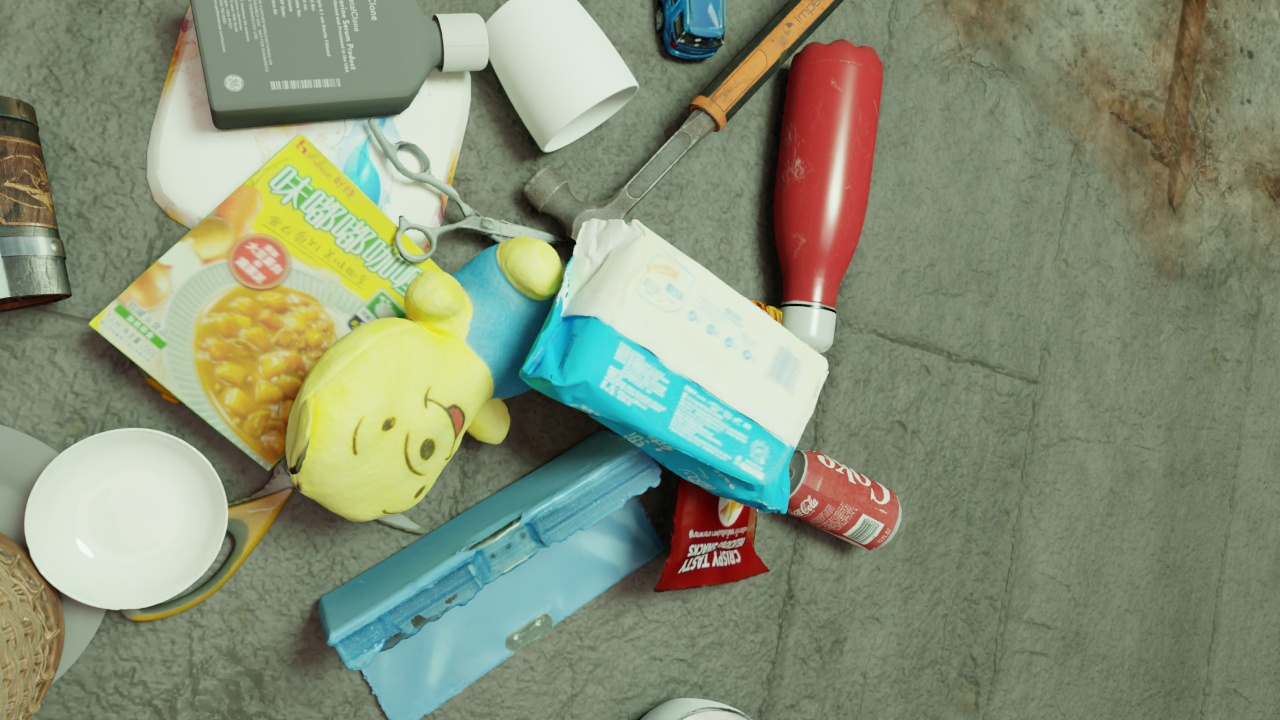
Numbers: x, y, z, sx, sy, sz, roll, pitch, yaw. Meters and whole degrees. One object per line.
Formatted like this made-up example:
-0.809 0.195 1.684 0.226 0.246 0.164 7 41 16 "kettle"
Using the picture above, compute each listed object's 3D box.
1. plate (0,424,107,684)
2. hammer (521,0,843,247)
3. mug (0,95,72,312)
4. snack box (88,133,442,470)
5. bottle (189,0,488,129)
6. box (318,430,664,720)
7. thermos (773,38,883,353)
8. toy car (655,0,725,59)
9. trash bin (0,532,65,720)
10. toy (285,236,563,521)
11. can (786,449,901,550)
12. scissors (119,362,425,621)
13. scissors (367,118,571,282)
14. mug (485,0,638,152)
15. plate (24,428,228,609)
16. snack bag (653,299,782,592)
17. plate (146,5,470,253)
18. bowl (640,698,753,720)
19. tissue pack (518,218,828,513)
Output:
-0.400 0.121 0.522 0.178 0.012 0.178 1 88 -22 "plate"
0.072 -0.184 0.668 0.138 0.035 0.314 43 84 -1 "hammer"
-0.371 -0.081 0.488 0.080 0.115 0.107 -10 94 12 "mug"
-0.223 -0.036 0.571 0.132 0.027 0.167 46 73 -17 "snack box"
-0.184 -0.198 0.581 0.173 0.046 0.084 -10 92 -22 "bottle"
-0.081 0.151 0.610 0.231 0.094 0.112 -30 102 -21 "box"
0.140 -0.123 0.714 0.073 0.073 0.239 10 85 -22 "thermos"
0.041 -0.292 0.696 0.056 0.044 0.120 -4 89 -22 "toy car"
-0.366 0.155 0.414 0.151 0.210 0.151 0 89 -22 "trash bin"
-0.129 0.013 0.571 0.213 0.084 0.149 -42 146 -29 "toy"
0.154 0.109 0.724 0.096 0.054 0.054 27 78 -19 "can"
-0.246 0.074 0.584 0.225 0.016 0.228 38 75 -18 "scissors"
-0.114 -0.106 0.628 0.141 0.014 0.147 -21 85 -45 "scissors"
-0.050 -0.210 0.647 0.087 0.081 0.114 56 39 -4 "mug"
-0.298 0.091 0.538 0.104 0.026 0.104 0 89 -19 "plate"
0.064 0.060 0.668 0.138 0.067 0.208 10 81 -57 "snack bag"
-0.211 -0.158 0.604 0.186 0.016 0.187 15 83 -21 "plate"
0.035 0.299 0.663 0.116 0.066 0.116 1 88 -22 "bowl"
0.031 0.008 0.578 0.209 0.066 0.116 31 72 -24 "tissue pack"
